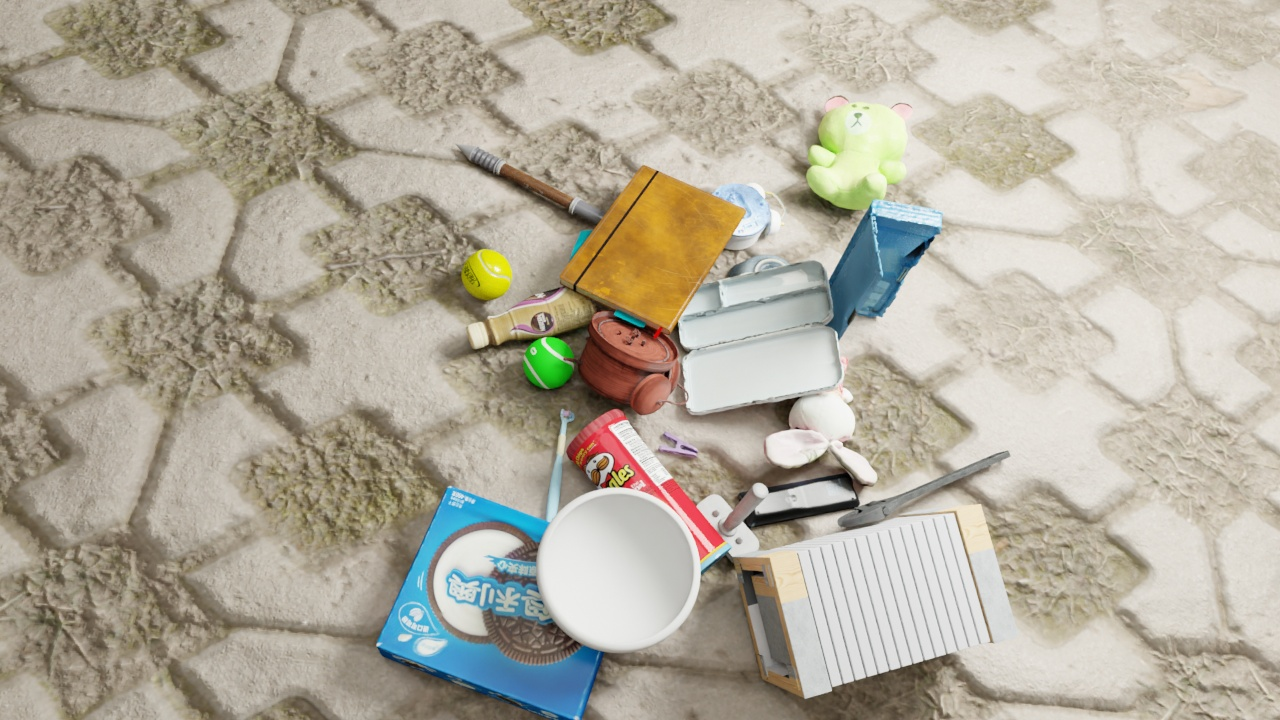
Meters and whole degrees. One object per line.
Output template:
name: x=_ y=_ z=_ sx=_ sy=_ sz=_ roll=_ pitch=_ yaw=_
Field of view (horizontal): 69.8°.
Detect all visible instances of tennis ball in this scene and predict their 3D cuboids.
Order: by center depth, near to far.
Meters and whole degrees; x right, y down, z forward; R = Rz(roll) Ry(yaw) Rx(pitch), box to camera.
tennis ball: x=-0.116 y=0.003 z=1.165 sx=0.065 sy=0.065 sz=0.065 roll=3 pitch=64 yaw=-5
tennis ball: x=-0.203 y=-0.113 z=1.212 sx=0.065 sy=0.065 sz=0.065 roll=3 pitch=64 yaw=-5

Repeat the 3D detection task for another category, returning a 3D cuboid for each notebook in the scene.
notebook: x=0.009 y=-0.151 z=1.219 sx=0.178 sy=0.014 sz=0.248 roll=26 pitch=60 yaw=12

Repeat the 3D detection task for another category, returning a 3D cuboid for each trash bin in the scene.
trash bin: x=0.253 y=0.261 z=1.022 sx=0.246 sy=0.143 sz=0.142 roll=-11 pitch=81 yaw=-12

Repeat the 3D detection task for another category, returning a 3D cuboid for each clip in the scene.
clip: x=0.047 y=0.105 z=1.165 sx=0.051 sy=0.014 sz=0.043 roll=-3 pitch=62 yaw=-5

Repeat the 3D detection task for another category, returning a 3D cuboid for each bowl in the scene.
bowl: x=-0.026 y=0.232 z=1.002 sx=0.176 sy=0.066 sz=0.176 roll=3 pitch=63 yaw=-7
bowl: x=0.175 y=-0.106 z=1.258 sx=0.110 sy=0.055 sz=0.110 roll=2 pitch=65 yaw=-5

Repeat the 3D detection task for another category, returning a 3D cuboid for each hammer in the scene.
hammer: x=-0.125 y=-0.236 z=1.298 sx=0.322 sy=0.043 sz=0.155 roll=28 pitch=64 yaw=10

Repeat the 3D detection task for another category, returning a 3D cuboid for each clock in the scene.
clock: x=-0.007 y=0.007 z=1.148 sx=0.158 sy=0.072 sz=0.120 roll=29 pitch=24 yaw=6
clock: x=0.149 y=-0.208 z=1.306 sx=0.125 sy=0.052 sz=0.088 roll=-21 pitch=68 yaw=-16

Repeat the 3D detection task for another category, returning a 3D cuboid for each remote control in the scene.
remote control: x=0.199 y=0.172 z=1.144 sx=0.150 sy=0.022 sz=0.047 roll=-9 pitch=66 yaw=-11

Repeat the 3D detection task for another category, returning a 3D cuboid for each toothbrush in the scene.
toothbrush: x=-0.101 y=0.132 z=1.133 sx=0.022 sy=0.016 sz=0.154 roll=28 pitch=56 yaw=-36

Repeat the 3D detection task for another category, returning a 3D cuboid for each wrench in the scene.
wrench: x=0.360 y=0.158 z=1.146 sx=0.272 sy=0.073 sz=0.018 roll=-17 pitch=85 yaw=-23

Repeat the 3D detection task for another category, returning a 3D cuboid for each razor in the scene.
razor: x=0.118 y=0.179 z=1.080 sx=0.047 sy=0.116 sz=0.088 roll=-29 pitch=70 yaw=-35

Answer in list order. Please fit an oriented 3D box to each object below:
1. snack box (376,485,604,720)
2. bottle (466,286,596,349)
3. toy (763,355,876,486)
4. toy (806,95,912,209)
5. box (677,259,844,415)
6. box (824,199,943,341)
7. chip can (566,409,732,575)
snack box: x=-0.148 y=0.274 z=1.035 sx=0.239 sy=0.056 sz=0.195 roll=19 pitch=63 yaw=2
bottle: x=-0.143 y=-0.053 z=1.193 sx=0.166 sy=0.060 sz=0.059 roll=-18 pitch=68 yaw=-14
toy: x=0.229 y=0.061 z=1.171 sx=0.159 sy=0.084 sz=0.193 roll=12 pitch=59 yaw=-17
toy: x=0.321 y=-0.301 z=1.350 sx=0.150 sy=0.107 sz=0.196 roll=12 pitch=51 yaw=25
box: x=0.150 y=-0.030 z=1.187 sx=0.210 sy=0.045 sz=0.191 roll=-14 pitch=64 yaw=16
box: x=0.298 y=-0.091 z=1.166 sx=0.094 sy=0.232 sz=0.111 roll=9 pitch=65 yaw=-2
chip can: x=0.009 y=0.164 z=1.091 sx=0.087 sy=0.087 sz=0.213 roll=-35 pitch=74 yaw=-20
